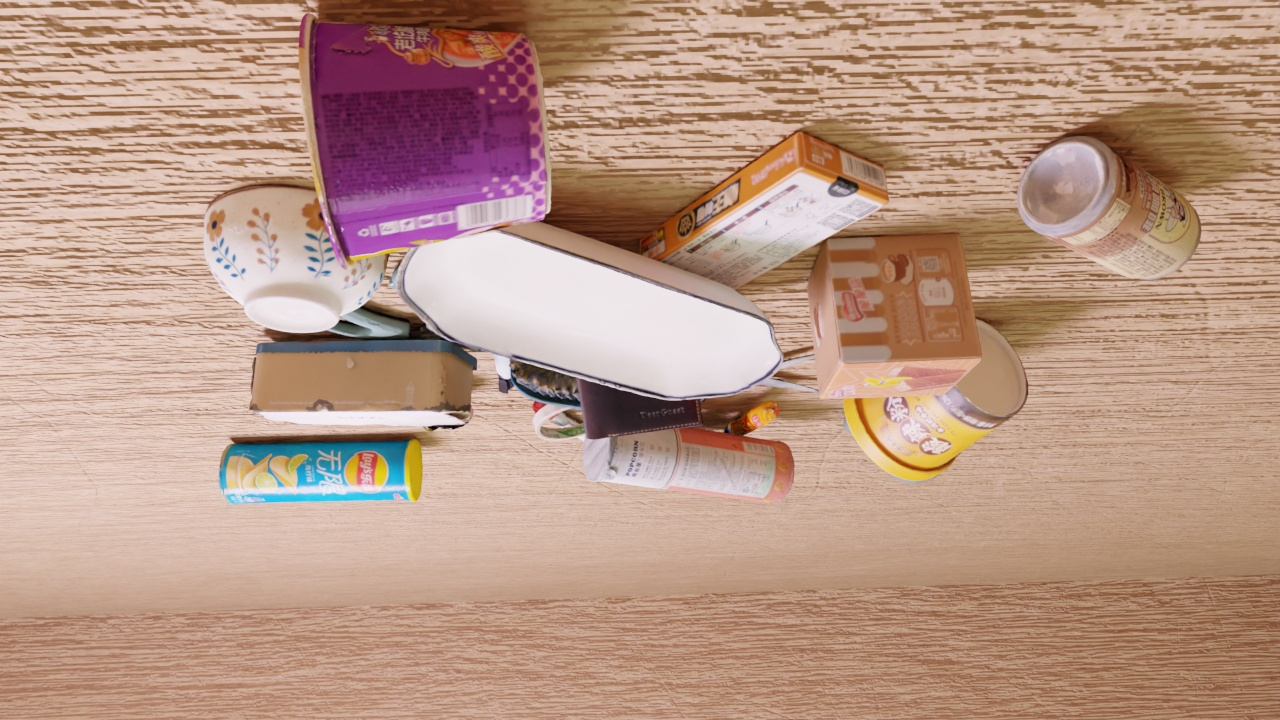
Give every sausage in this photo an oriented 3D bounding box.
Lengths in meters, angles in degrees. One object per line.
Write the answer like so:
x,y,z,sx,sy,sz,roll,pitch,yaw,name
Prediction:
0.115,0.064,0.966,0.021,0.021,0.165,1,167,-9,sausage

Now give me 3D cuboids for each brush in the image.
-0.040,0.018,0.783,0.144,0.055,0.074,8,160,3,brush

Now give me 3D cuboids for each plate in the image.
-0.030,-0.035,0.625,0.265,0.034,0.162,16,153,-16,plate

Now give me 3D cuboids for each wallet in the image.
-0.004,0.004,0.718,0.096,0.020,0.122,-5,119,5,wallet

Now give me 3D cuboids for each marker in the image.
-0.078,0.069,0.991,0.017,0.017,0.145,-9,159,18,marker
-0.119,0.000,0.796,0.018,0.022,0.131,9,160,-2,marker

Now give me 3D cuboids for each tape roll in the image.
-0.066,0.057,0.934,0.085,0.014,0.086,-15,155,-7,tape roll

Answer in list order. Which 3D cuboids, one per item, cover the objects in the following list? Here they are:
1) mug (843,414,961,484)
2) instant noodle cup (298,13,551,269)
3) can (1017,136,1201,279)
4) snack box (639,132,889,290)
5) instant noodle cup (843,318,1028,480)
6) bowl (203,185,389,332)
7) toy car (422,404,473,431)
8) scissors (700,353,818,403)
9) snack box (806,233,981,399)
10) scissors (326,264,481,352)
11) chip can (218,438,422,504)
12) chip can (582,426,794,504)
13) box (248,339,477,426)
0.278,0.076,0.980,0.124,0.083,0.103,21,166,15,mug
-0.094,-0.103,0.419,0.099,0.111,0.112,-9,161,-10,instant noodle cup
0.280,-0.088,0.546,0.116,0.058,0.059,14,154,-36,can
0.073,-0.086,0.578,0.075,0.026,0.154,13,155,-34,snack box
0.257,0.029,0.790,0.118,0.118,0.115,8,150,-25,instant noodle cup
-0.217,-0.056,0.581,0.113,0.062,0.114,-3,158,-1,bowl
-0.213,0.032,0.854,0.122,0.037,0.056,27,146,-30,toy car
0.068,0.020,0.868,0.233,0.021,0.222,13,155,-33,scissors
0.174,-0.029,0.645,0.094,0.092,0.077,-2,160,-1,snack box
-0.194,-0.032,0.710,0.172,0.019,0.177,-2,161,-2,scissors
-0.358,0.126,1.039,0.210,0.071,0.071,-1,160,-2,chip can
0.052,0.103,0.947,0.214,0.071,0.071,11,156,-23,chip can
-0.221,0.020,0.757,0.184,0.062,0.090,-2,168,6,box
